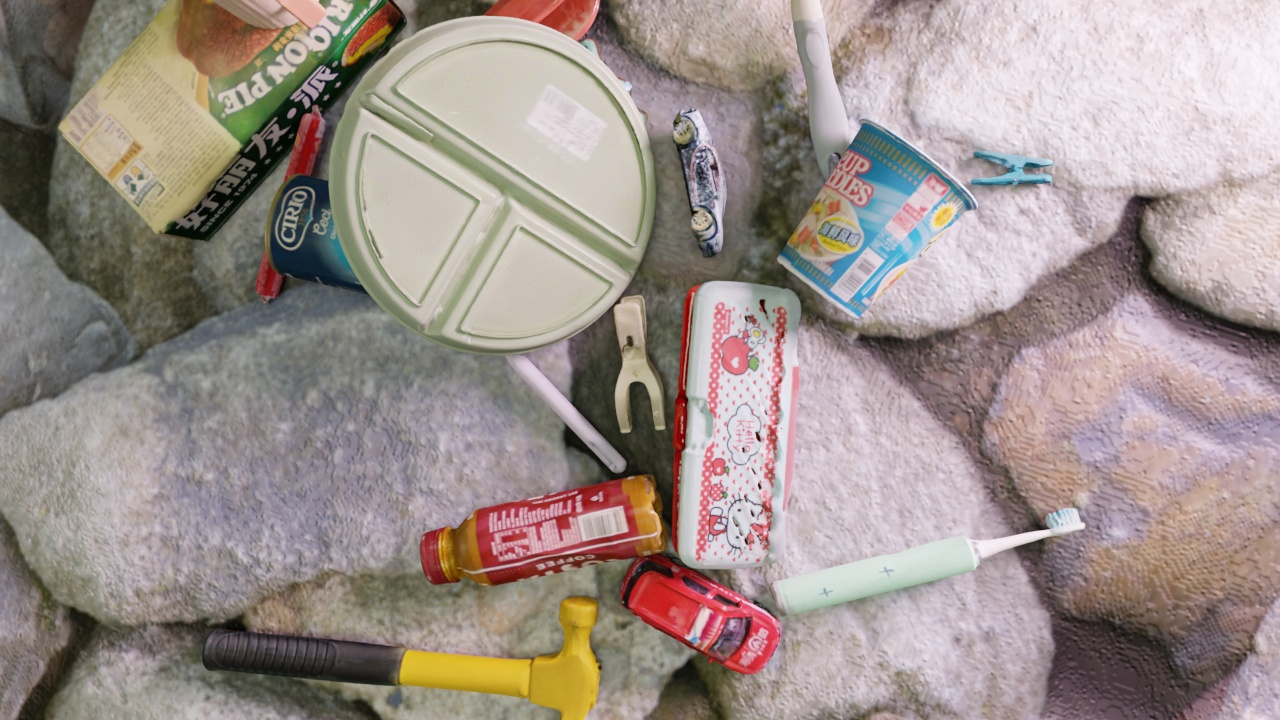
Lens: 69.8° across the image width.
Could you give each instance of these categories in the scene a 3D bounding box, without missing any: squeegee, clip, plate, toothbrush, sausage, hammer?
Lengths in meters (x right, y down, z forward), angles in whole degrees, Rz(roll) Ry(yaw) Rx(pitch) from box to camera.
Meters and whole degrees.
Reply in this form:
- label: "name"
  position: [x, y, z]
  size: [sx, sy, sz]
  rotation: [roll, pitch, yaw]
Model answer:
- label: "squeegee"
  position: [0.115, -0.245, 0.648]
  size: [0.246, 0.039, 0.246]
  rotation: [-11, 90, 6]
- label: "clip"
  position: [0.263, -0.134, 0.649]
  size: [0.056, 0.014, 0.041]
  rotation: [6, 92, 7]
- label: "plate"
  position: [-0.090, -0.114, 0.622]
  size: [0.229, 0.027, 0.230]
  rotation: [-6, 105, -22]
- label: "toothbrush"
  position: [0.203, 0.144, 0.654]
  size: [0.224, 0.026, 0.027]
  rotation: [-15, 68, 6]
- label: "sausage"
  position: [-0.262, -0.115, 0.688]
  size: [0.020, 0.020, 0.156]
  rotation: [21, 101, 4]
- label: "toothbrush"
  position: [-0.077, 0.013, 0.682]
  size: [0.189, 0.021, 0.029]
  rotation: [48, 133, 1]
- label: "hammer"
  position: [-0.179, 0.231, 0.689]
  size: [0.301, 0.033, 0.129]
  rotation: [4, 90, 5]
- label: "clip"
  position: [-0.003, 0.003, 0.668]
  size: [0.034, 0.064, 0.098]
  rotation: [-7, 98, 6]

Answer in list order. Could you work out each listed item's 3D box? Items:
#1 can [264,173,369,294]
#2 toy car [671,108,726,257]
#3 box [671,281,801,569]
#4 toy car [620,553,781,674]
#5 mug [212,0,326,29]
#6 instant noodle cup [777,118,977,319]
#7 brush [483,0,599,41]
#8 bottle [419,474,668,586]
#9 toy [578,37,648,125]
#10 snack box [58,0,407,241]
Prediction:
- label: "can"
  position: [-0.200, -0.086, 0.662]
  size: [0.111, 0.075, 0.075]
  rotation: [13, 92, 4]
- label: "toy car"
  position: [0.045, -0.126, 0.652]
  size: [0.031, 0.049, 0.105]
  rotation: [-10, 91, 8]
- label: "box"
  position: [0.068, 0.046, 0.644]
  size: [0.090, 0.068, 0.201]
  rotation: [3, 91, 4]
- label: "toy car"
  position: [0.043, 0.184, 0.662]
  size: [0.120, 0.045, 0.053]
  rotation: [26, 95, 2]
- label: "mug"
  position: [-0.248, -0.258, 0.583]
  size: [0.114, 0.106, 0.082]
  rotation: [43, 94, 3]
- label: "instant noodle cup"
  position: [0.154, -0.090, 0.625]
  size: [0.099, 0.099, 0.110]
  rotation: [38, 101, 3]
- label: "brush"
  position: [-0.087, -0.228, 0.652]
  size: [0.146, 0.069, 0.063]
  rotation: [-43, 88, 5]
- label: "bottle"
  position: [-0.070, 0.126, 0.663]
  size: [0.175, 0.057, 0.057]
  rotation: [-12, 90, 5]
- label: "toy"
  position: [-0.043, -0.179, 0.666]
  size: [0.092, 0.030, 0.096]
  rotation: [-18, 106, 2]
- label: "snack box"
  position: [-0.297, -0.212, 0.675]
  size: [0.114, 0.063, 0.240]
  rotation: [44, 94, 3]
